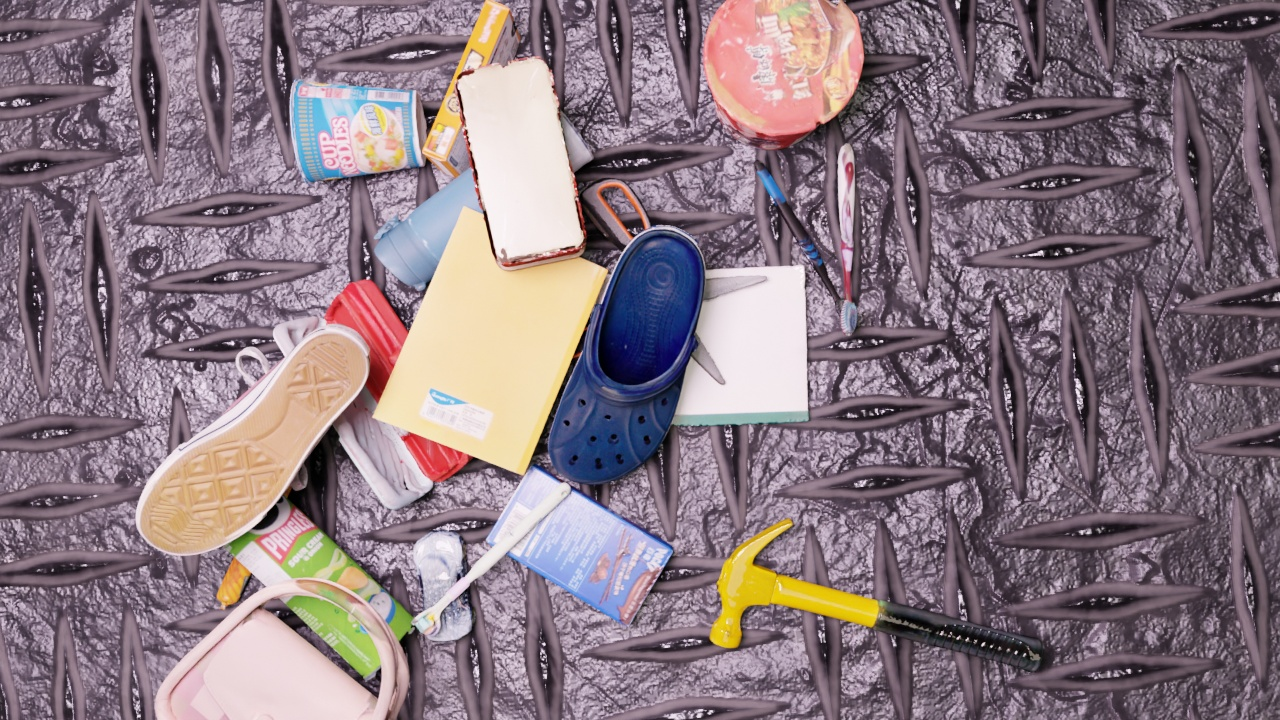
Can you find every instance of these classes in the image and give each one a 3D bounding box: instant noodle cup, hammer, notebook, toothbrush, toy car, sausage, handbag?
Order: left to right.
[{"bbox_3d":[-0.367,0.163,0.882,0.021,0.021,0.165,25,89,3],"label":"sausage"},{"bbox_3d":[-0.294,0.280,0.802,0.193,0.093,0.235,38,114,1],"label":"handbag"},{"bbox_3d":[-0.260,-0.216,0.861,0.110,0.099,0.099,-4,88,-5],"label":"instant noodle cup"},{"bbox_3d":[-0.187,0.213,0.870,0.049,0.031,0.105,-9,86,0],"label":"toy car"},{"bbox_3d":[-0.133,-0.018,0.829,0.146,0.010,0.206,22,84,-9],"label":"notebook"},{"bbox_3d":[-0.134,0.181,0.846,0.189,0.020,0.029,-44,123,-3],"label":"toothbrush"},{"bbox_3d":[0.054,-0.012,0.878,0.209,0.012,0.150,-2,89,3],"label":"notebook"},{"bbox_3d":[0.122,-0.257,0.837,0.138,0.108,0.138,0,88,2],"label":"instant noodle cup"},{"bbox_3d":[0.159,-0.112,0.877,0.014,0.016,0.189,-29,86,-4],"label":"toothbrush"},{"bbox_3d":[0.196,-0.116,0.865,0.016,0.017,0.187,2,81,-2],"label":"toothbrush"},{"bbox_3d":[0.220,0.236,0.854,0.301,0.033,0.129,14,90,3],"label":"hammer"}]

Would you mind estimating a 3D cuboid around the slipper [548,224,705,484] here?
[{"bbox_3d":[-0.005,0.005,0.816,0.105,0.095,0.253,21,101,-2],"label":"slipper"}]

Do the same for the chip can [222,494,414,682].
[{"bbox_3d":[-0.312,0.187,0.841,0.072,0.072,0.236,-44,95,0],"label":"chip can"}]

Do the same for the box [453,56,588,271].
[{"bbox_3d":[-0.100,-0.169,0.790,0.091,0.077,0.168,-12,92,-5],"label":"box"}]

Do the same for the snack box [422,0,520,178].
[{"bbox_3d":[-0.156,-0.251,0.863,0.026,0.075,0.153,22,89,2],"label":"snack box"}]

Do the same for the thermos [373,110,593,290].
[{"bbox_3d":[-0.149,-0.152,0.864,0.220,0.070,0.070,-37,87,0],"label":"thermos"}]

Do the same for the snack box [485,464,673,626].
[{"bbox_3d":[-0.057,0.174,0.868,0.157,0.026,0.084,31,89,3],"label":"snack box"}]

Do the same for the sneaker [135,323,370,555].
[{"bbox_3d":[-0.321,0.062,0.781,0.118,0.088,0.241,43,88,-17],"label":"sneaker"}]

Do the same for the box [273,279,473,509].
[{"bbox_3d":[-0.249,0.036,0.842,0.096,0.100,0.201,-36,87,43],"label":"box"}]

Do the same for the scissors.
[{"bbox_3d":[0.001,-0.067,0.867,0.233,0.021,0.221,-18,94,3],"label":"scissors"}]
